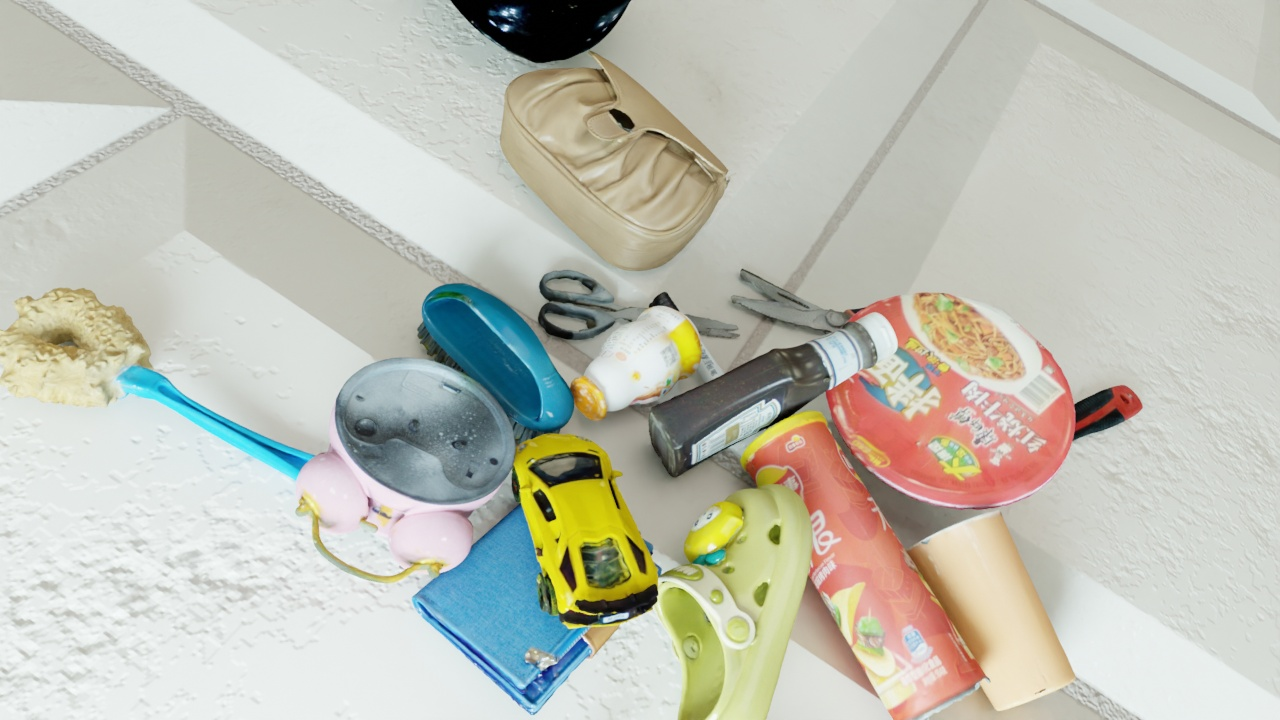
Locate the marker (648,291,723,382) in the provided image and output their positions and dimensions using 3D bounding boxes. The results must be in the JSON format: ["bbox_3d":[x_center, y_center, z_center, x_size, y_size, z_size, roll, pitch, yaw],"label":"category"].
[{"bbox_3d":[0.048,0.000,0.740,0.022,0.018,0.130,-30,73,-9],"label":"marker"}]

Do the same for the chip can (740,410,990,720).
[{"bbox_3d":[0.151,0.142,0.643,0.073,0.073,0.216,-14,62,-28],"label":"chip can"}]

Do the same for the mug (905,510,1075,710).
[{"bbox_3d":[0.250,0.178,0.652,0.078,0.078,0.122,-11,65,-26],"label":"mug"}]

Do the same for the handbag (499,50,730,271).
[{"bbox_3d":[-0.023,-0.182,0.803,0.204,0.100,0.147,45,58,12],"label":"handbag"}]

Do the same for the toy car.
[{"bbox_3d":[-0.040,0.101,0.582,0.071,0.041,0.155,-6,44,-20],"label":"toy car"}]

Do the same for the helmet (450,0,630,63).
[{"bbox_3d":[-0.103,-0.430,0.879,0.233,0.231,0.274,-3,45,-32],"label":"helmet"}]

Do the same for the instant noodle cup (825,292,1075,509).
[{"bbox_3d":[0.239,0.040,0.734,0.194,0.066,0.193,0,58,0],"label":"instant noodle cup"}]

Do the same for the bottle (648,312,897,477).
[{"bbox_3d":[0.100,0.020,0.679,0.194,0.080,0.044,-26,65,-11],"label":"bottle"}]

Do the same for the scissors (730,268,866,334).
[{"bbox_3d":[0.192,-0.032,0.824,0.215,0.015,0.195,-19,63,-29],"label":"scissors"}]

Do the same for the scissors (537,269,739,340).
[{"bbox_3d":[-0.001,-0.029,0.757,0.174,0.014,0.136,36,50,5],"label":"scissors"}]

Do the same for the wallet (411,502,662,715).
[{"bbox_3d":[-0.062,0.144,0.588,0.106,0.040,0.132,35,50,18],"label":"wallet"}]

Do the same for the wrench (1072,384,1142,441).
[{"bbox_3d":[0.352,0.064,0.808,0.272,0.016,0.056,-12,60,-26],"label":"wrench"}]

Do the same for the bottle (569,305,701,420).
[{"bbox_3d":[-0.004,0.004,0.695,0.063,0.063,0.108,44,53,15],"label":"bottle"}]

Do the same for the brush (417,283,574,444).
[{"bbox_3d":[-0.102,-0.005,0.661,0.144,0.074,0.055,44,48,15],"label":"brush"}]

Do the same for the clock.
[{"bbox_3d":[-0.149,0.071,0.579,0.117,0.060,0.158,27,37,-10],"label":"clock"}]

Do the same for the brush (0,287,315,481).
[{"bbox_3d":[-0.294,0.030,0.595,0.254,0.046,0.083,27,46,-4],"label":"brush"}]

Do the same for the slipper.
[{"bbox_3d":[0.051,0.154,0.581,0.081,0.092,0.190,29,54,-15],"label":"slipper"}]
